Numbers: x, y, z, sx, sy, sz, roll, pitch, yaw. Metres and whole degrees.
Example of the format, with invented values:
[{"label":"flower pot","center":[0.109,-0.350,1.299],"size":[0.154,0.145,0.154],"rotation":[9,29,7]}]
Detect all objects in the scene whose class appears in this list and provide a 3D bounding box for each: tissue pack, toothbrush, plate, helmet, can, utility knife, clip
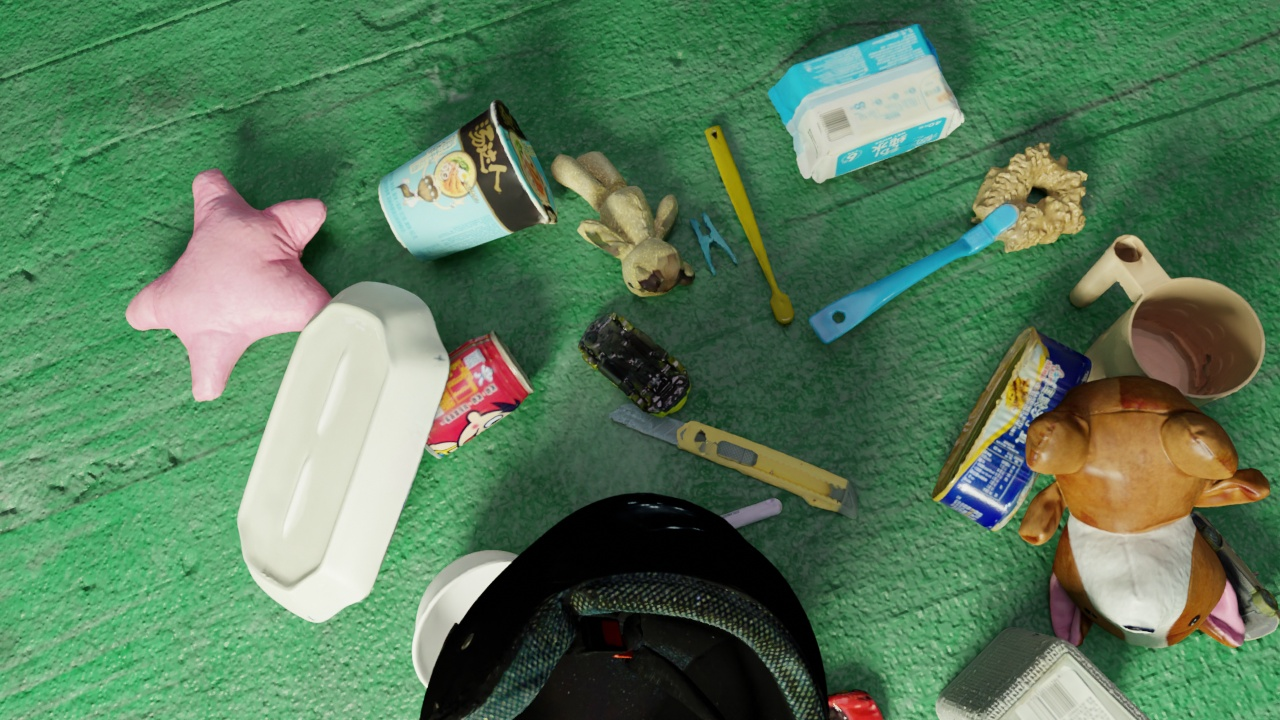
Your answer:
[{"label":"tissue pack","center":[0.186,-0.210,0.754],"size":[0.140,0.063,0.090],"rotation":[-19,74,3]},{"label":"toothbrush","center":[0.018,0.137,0.703],"size":[0.189,0.029,0.021],"rotation":[-17,113,1]},{"label":"plate","center":[-0.240,0.065,0.704],"size":[0.162,0.034,0.265],"rotation":[21,91,32]},{"label":"helmet","center":[-0.010,0.216,0.578],"size":[0.233,0.229,0.275],"rotation":[38,114,-6]},{"label":"can","center":[0.269,0.049,0.666],"size":[0.049,0.075,0.148],"rotation":[30,80,11]},{"label":"utility knife","center":[0.072,0.074,0.718],"size":[0.207,0.021,0.031],"rotation":[19,72,17]},{"label":"can","center":[-0.139,0.026,0.729],"size":[0.094,0.066,0.066],"rotation":[-34,73,-3]},{"label":"toothbrush","center":[0.090,-0.114,0.766],"size":[0.016,0.016,0.190],"rotation":[-19,72,3]},{"label":"clip","center":[0.059,-0.098,0.766],"size":[0.040,0.014,0.056],"rotation":[-28,72,-1]}]

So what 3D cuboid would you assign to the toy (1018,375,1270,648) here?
[{"label":"toy","center":[0.321,0.112,0.593],"size":[0.140,0.200,0.130],"rotation":[0,33,28]}]

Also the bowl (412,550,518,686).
[{"label":"bowl","center":[-0.119,0.183,0.676],"size":[0.118,0.118,0.065],"rotation":[-47,36,-7]}]

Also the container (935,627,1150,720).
[{"label":"container","center":[0.261,0.233,0.593],"size":[0.090,0.114,0.090],"rotation":[-43,74,-5]}]

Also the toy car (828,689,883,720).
[{"label":"toy car","center":[0.119,0.264,0.648],"size":[0.106,0.031,0.049],"rotation":[-12,74,2]}]

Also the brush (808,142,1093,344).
[{"label":"brush","center":[0.243,-0.087,0.717],"size":[0.254,0.046,0.083],"rotation":[-31,76,-8]}]

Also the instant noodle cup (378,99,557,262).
[{"label":"instant noodle cup","center":[-0.146,-0.139,0.762],"size":[0.120,0.111,0.111],"rotation":[-24,73,8]}]

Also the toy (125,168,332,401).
[{"label":"toy","center":[-0.337,-0.057,0.777],"size":[0.178,0.074,0.194],"rotation":[21,81,9]}]

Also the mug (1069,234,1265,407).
[{"label":"mug","center":[0.361,-0.018,0.656],"size":[0.084,0.103,0.124],"rotation":[-29,73,-2]}]

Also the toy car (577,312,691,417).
[{"label":"toy car","center":[-0.004,0.004,0.737],"size":[0.105,0.032,0.048],"rotation":[40,83,27]}]

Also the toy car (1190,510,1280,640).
[{"label":"toy car","center":[0.401,0.149,0.636],"size":[0.035,0.042,0.090],"rotation":[-15,64,-38]}]

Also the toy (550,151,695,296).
[{"label":"toy","center":[-0.019,-0.116,0.762],"size":[0.104,0.066,0.157],"rotation":[-16,62,-42]}]
